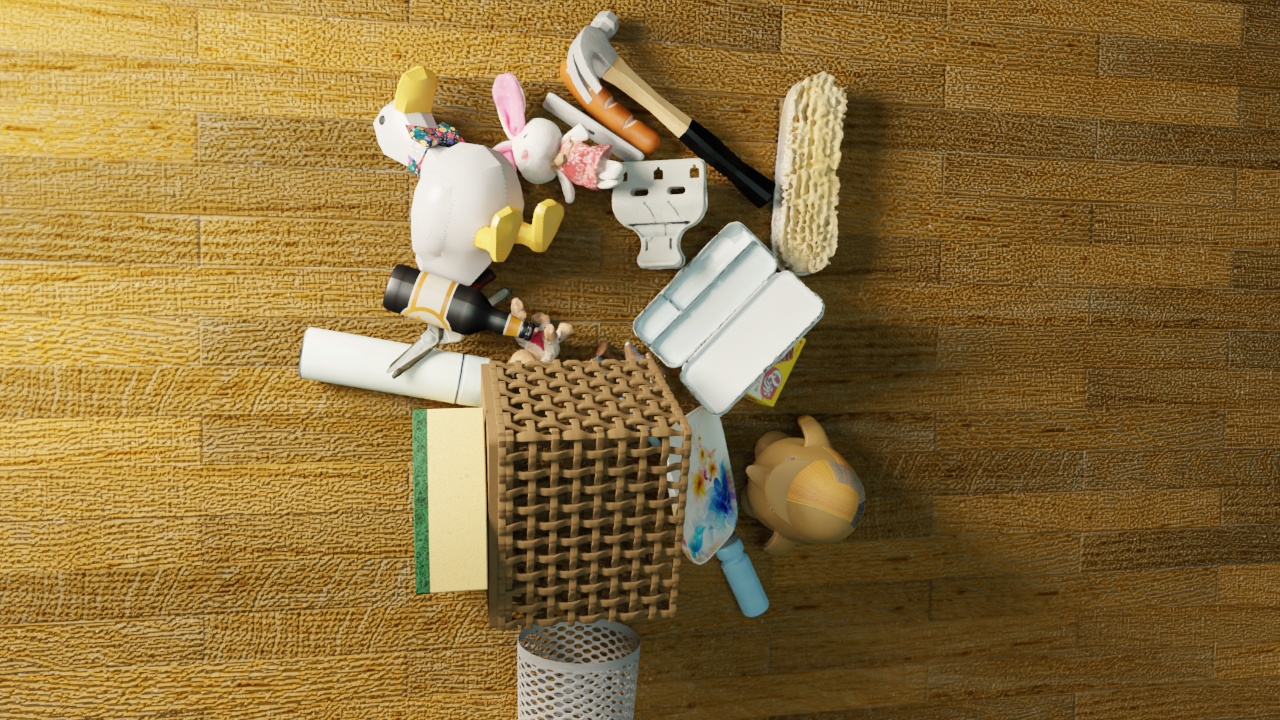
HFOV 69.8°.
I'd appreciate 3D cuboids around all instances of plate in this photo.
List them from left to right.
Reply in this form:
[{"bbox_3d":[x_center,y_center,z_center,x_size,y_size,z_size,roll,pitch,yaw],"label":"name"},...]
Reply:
[{"bbox_3d":[0.078,0.158,1.201,0.016,0.186,0.187,-8,98,27],"label":"plate"}]

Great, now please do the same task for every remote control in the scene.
[{"bbox_3d":[-0.061,-0.301,1.198,0.146,0.045,0.008,31,78,-12],"label":"remote control"}]

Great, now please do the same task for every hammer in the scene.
[{"bbox_3d":[0.046,-0.314,1.204,0.328,0.039,0.130,35,51,-17],"label":"hammer"}]

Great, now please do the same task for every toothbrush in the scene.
[{"bbox_3d":[-0.018,0.059,1.242,0.155,0.016,0.022,54,45,-9],"label":"toothbrush"}]

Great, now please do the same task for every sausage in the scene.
[{"bbox_3d":[-0.042,-0.330,1.202,0.164,0.039,0.045,43,118,-11],"label":"sausage"}]

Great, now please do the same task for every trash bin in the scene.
[{"bbox_3d":[-0.083,0.446,1.181,0.156,0.156,0.183,2,95,-12],"label":"trash bin"}]

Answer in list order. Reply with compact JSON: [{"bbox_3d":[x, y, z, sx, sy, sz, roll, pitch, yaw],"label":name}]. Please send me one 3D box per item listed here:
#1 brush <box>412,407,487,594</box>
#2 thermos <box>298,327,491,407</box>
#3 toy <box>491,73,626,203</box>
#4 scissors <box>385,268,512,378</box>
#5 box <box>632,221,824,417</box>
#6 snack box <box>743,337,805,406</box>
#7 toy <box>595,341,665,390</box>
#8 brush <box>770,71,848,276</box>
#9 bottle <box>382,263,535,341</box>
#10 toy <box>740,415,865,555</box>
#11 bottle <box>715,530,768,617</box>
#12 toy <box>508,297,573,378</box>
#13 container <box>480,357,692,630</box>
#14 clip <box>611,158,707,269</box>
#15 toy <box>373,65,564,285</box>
[{"bbox_3d":[-0.225,0.156,1.083,0.075,0.250,0.195,-1,86,-12],"label":"brush"},{"bbox_3d":[-0.305,0.010,1.155,0.230,0.068,0.068,10,91,-13],"label":"thermos"},{"bbox_3d":[-0.113,-0.260,1.166,0.194,0.084,0.159,21,110,3],"label":"toy"},{"bbox_3d":[-0.245,-0.050,1.155,0.187,0.015,0.146,-8,75,-25],"label":"scissors"},{"bbox_3d":[0.114,-0.055,1.201,0.192,0.061,0.210,45,99,16],"label":"box"},{"bbox_3d":[0.157,-0.003,1.241,0.083,0.061,0.105,28,87,-28],"label":"snack box"},{"bbox_3d":[-0.007,0.007,1.229,0.055,0.041,0.102,-38,109,15],"label":"toy"},{"bbox_3d":[0.230,-0.251,1.254,0.083,0.057,0.271,4,93,-14],"label":"brush"},{"bbox_3d":[-0.219,-0.063,1.125,0.181,0.059,0.059,18,89,-6],"label":"bottle"},{"bbox_3d":[0.212,0.172,1.199,0.162,0.203,0.198,18,89,-12],"label":"toy"},{"bbox_3d":[0.136,0.291,1.273,0.040,0.040,0.130,-26,98,-9],"label":"bottle"},{"bbox_3d":[-0.144,-0.018,1.191,0.085,0.074,0.106,33,109,19],"label":"toy"},{"bbox_3d":[-0.078,0.150,1.097,0.214,0.219,0.252,-1,113,-12],"label":"container"},{"bbox_3d":[0.026,-0.190,1.204,0.125,0.074,0.144,-1,98,12],"label":"clip"},{"bbox_3d":[-0.230,-0.205,1.118,0.268,0.140,0.247,32,121,24],"label":"toy"}]
